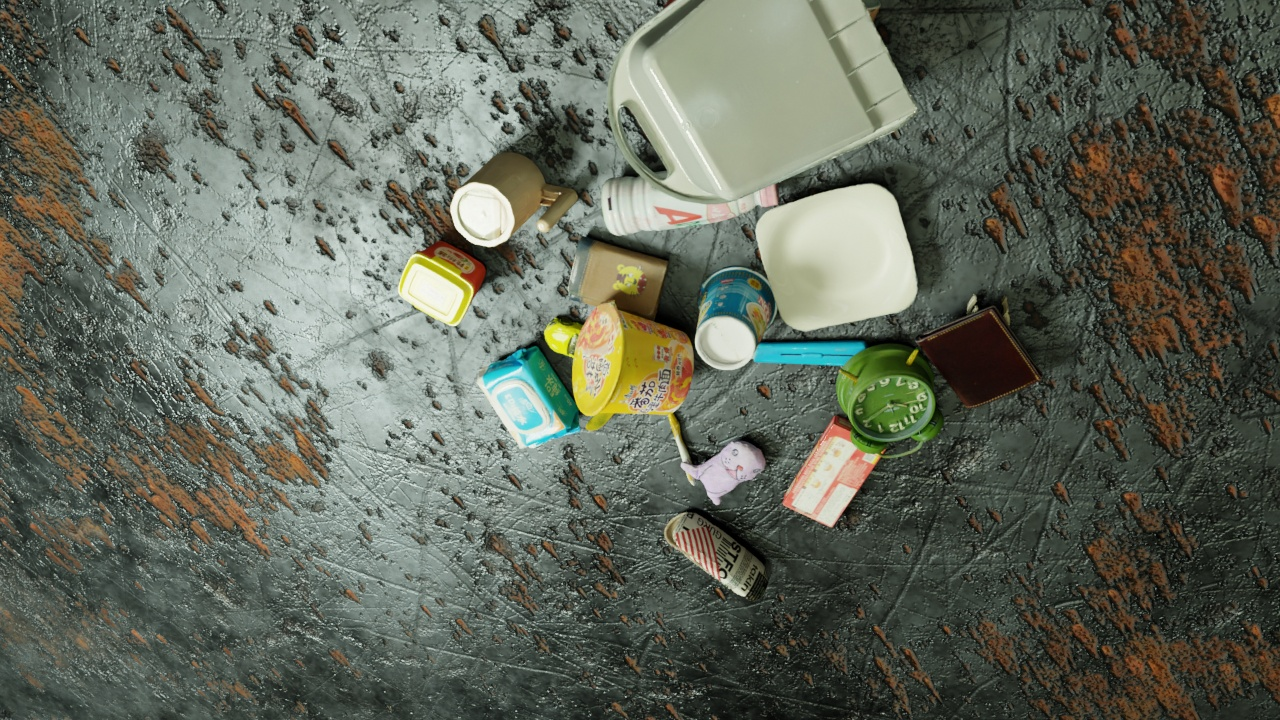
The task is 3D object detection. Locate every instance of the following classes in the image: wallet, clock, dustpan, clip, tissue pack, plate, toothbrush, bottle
[{"bbox_3d":[0.390,-0.002,1.055,0.097,0.020,0.122,-28,119,32],"label":"wallet"},{"bbox_3d":[0.303,0.055,1.112,0.116,0.056,0.161,-16,123,13],"label":"clock"},{"bbox_3d":[0.097,-0.276,0.930,0.258,0.142,0.223,-32,108,3],"label":"dustpan"},{"bbox_3d":[0.410,-0.029,1.058,0.083,0.034,0.105,-10,121,21],"label":"clip"},{"bbox_3d":[-0.029,-0.099,1.140,0.115,0.033,0.090,16,122,2],"label":"wallet"},{"bbox_3d":[-0.151,0.052,1.243,0.090,0.063,0.140,-21,112,25],"label":"tissue pack"},{"bbox_3d":[0.226,-0.120,1.053,0.164,0.034,0.164,-11,116,22],"label":"plate"},{"bbox_3d":[0.052,0.091,1.238,0.018,0.016,0.191,-12,115,12],"label":"toothbrush"},{"bbox_3d":[0.057,-0.186,1.044,0.197,0.068,0.068,-4,118,15],"label":"bottle"}]

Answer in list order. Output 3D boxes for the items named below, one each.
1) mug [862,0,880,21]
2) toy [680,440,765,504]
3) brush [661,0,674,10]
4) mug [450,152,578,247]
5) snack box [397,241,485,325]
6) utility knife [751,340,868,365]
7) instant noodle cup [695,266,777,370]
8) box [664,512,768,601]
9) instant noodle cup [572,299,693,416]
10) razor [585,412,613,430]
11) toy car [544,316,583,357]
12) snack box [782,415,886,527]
[{"bbox_3d":[0.185,-0.311,0.931,0.078,0.078,0.123,17,128,5],"label":"mug"},{"bbox_3d":[0.117,0.143,1.236,0.108,0.038,0.084,-34,110,30],"label":"toy"},{"bbox_3d":[0.075,-0.366,0.933,0.069,0.063,0.146,34,122,-21],"label":"brush"},{"bbox_3d":[-0.148,-0.185,1.078,0.125,0.103,0.084,13,122,8],"label":"mug"},{"bbox_3d":[-0.250,-0.101,1.169,0.091,0.080,0.082,30,122,-4],"label":"snack box"},{"bbox_3d":[0.189,-0.009,1.139,0.191,0.018,0.034,0,120,16],"label":"utility knife"},{"bbox_3d":[0.108,-0.044,1.087,0.099,0.109,0.099,7,122,11],"label":"instant noodle cup"},{"bbox_3d":[0.105,0.281,1.312,0.163,0.076,0.088,36,148,-7],"label":"box"},{"bbox_3d":[-0.007,0.007,1.126,0.109,0.138,0.138,9,127,-26],"label":"instant noodle cup"},{"bbox_3d":[-0.036,0.059,1.239,0.043,0.028,0.133,38,124,-12],"label":"razor"},{"bbox_3d":[-0.077,-0.020,1.198,0.105,0.032,0.048,20,123,5],"label":"toy car"},{"bbox_3d":[0.254,0.148,1.209,0.075,0.025,0.153,25,123,1],"label":"snack box"}]
